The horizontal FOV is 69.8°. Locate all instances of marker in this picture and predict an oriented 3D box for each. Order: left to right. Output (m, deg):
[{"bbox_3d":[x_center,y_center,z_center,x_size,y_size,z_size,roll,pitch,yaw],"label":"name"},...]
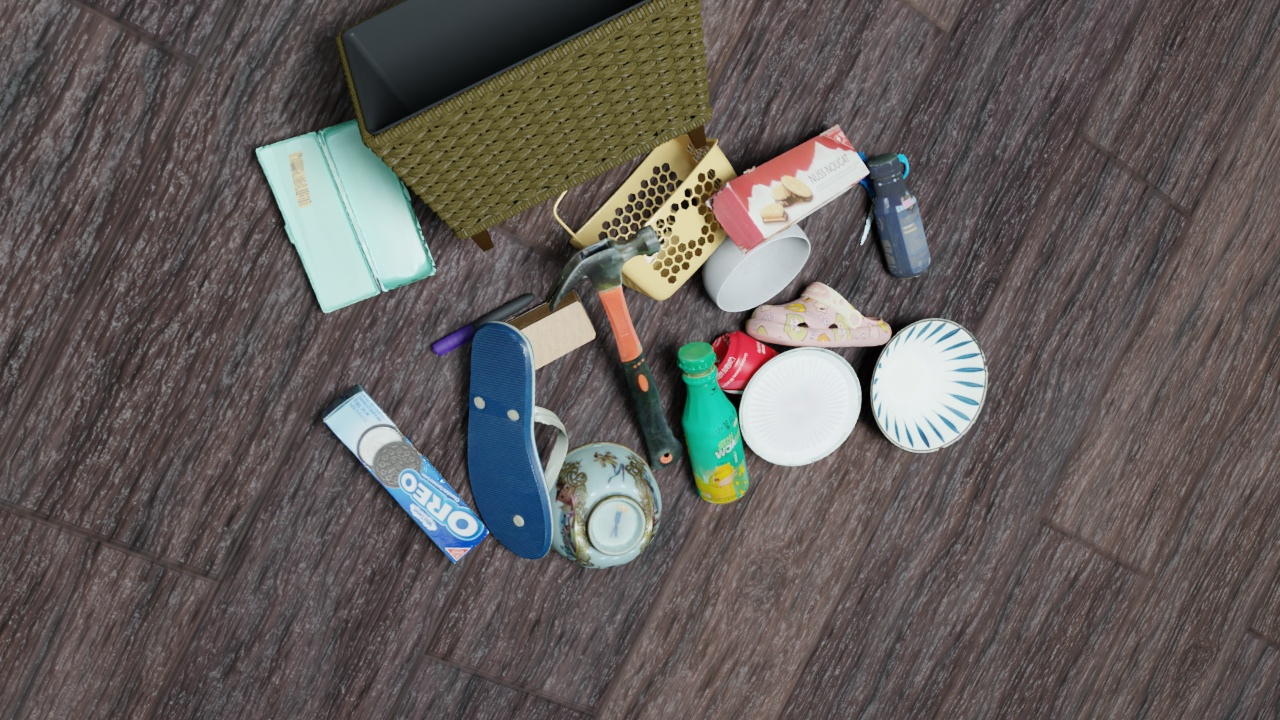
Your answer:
[{"bbox_3d":[-0.181,-0.043,1.067,0.133,0.015,0.018,-30,134,-11],"label":"marker"}]

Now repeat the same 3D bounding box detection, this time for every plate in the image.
[{"bbox_3d":[0.195,0.056,1.122,0.157,0.014,0.157,-4,111,-11],"label":"plate"}]

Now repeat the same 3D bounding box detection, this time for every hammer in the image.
[{"bbox_3d":[-0.006,0.006,1.057,0.133,0.033,0.333,-22,129,-3],"label":"hammer"}]

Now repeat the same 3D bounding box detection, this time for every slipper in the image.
[{"bbox_3d":[-0.143,0.090,1.059,0.060,0.118,0.295,-36,131,-55],"label":"slipper"},{"bbox_3d":[0.229,-0.057,1.154,0.197,0.093,0.081,1,97,-20],"label":"slipper"}]

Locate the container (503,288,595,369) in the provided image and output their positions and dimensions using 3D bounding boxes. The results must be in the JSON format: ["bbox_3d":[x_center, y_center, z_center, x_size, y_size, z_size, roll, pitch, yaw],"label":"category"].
[{"bbox_3d":[-0.107,-0.032,1.067,0.114,0.061,0.063,-28,106,-11],"label":"container"}]

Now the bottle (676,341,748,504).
[{"bbox_3d":[0.084,0.075,1.114,0.068,0.068,0.210,-22,121,-13],"label":"bottle"}]

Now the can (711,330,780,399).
[{"bbox_3d":[0.154,0.022,1.151,0.142,0.074,0.074,27,90,-20],"label":"can"}]

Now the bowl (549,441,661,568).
[{"bbox_3d":[-0.040,0.185,1.107,0.159,0.094,0.160,-3,100,-18],"label":"bowl"}]

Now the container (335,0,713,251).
[{"bbox_3d":[-0.097,-0.268,0.913,0.321,0.176,0.205,-25,146,2],"label":"container"}]

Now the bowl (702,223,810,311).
[{"bbox_3d":[0.131,-0.125,1.104,0.131,0.132,0.064,-27,64,-12],"label":"bowl"}]

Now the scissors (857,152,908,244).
[{"bbox_3d":[0.298,-0.211,1.194,0.104,0.015,0.133,15,98,-23],"label":"scissors"}]

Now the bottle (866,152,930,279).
[{"bbox_3d":[0.327,-0.184,1.173,0.056,0.056,0.161,-28,114,-12],"label":"bottle"}]

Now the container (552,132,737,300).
[{"bbox_3d":[0.009,-0.183,1.045,0.183,0.129,0.167,-48,118,-5],"label":"container"}]

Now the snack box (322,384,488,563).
[{"bbox_3d":[-0.267,0.130,1.046,0.059,0.059,0.226,-40,108,-12],"label":"snack box"}]

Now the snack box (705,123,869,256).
[{"bbox_3d":[0.178,-0.202,1.055,0.272,0.044,0.076,-34,89,-45],"label":"snack box"}]

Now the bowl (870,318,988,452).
[{"bbox_3d":[0.366,0.028,1.221,0.177,0.071,0.177,-3,100,-18],"label":"bowl"}]

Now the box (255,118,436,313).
[{"bbox_3d":[-0.316,-0.159,0.997,0.136,0.033,0.187,-21,104,-14],"label":"box"}]
